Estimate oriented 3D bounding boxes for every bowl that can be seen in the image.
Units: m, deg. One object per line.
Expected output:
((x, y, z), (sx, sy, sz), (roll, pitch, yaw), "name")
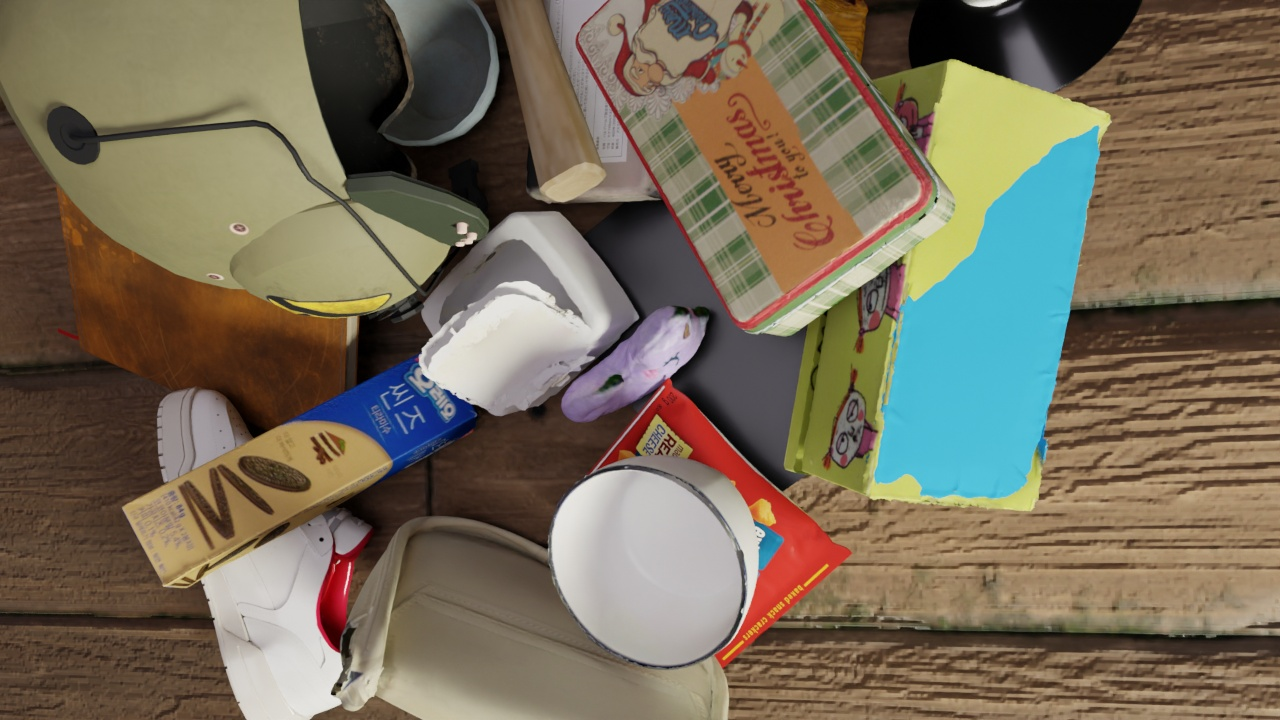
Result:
((-0.139, -0.192, 0.611), (0.106, 0.039, 0.106), (0, 90, 13), "bowl")
((0.206, -0.206, 0.510), (0.124, 0.124, 0.052), (-14, 54, 13), "bowl")
((0.014, 0.103, 0.508), (0.116, 0.065, 0.116), (6, 104, 25), "bowl")

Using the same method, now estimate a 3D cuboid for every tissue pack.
((-0.011, -0.189, 0.575), (0.104, 0.071, 0.181), (3, 88, 29), "tissue pack")

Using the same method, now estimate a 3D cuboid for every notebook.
((-0.301, -0.046, 0.624), (0.249, 0.014, 0.179), (21, 122, 12), "notebook")
((0.051, -0.019, 0.579), (0.149, 0.016, 0.206), (-38, 82, 12), "notebook")

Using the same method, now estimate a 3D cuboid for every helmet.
((-0.182, -0.143, 0.470), (0.233, 0.255, 0.250), (-3, 87, 9), "helmet")

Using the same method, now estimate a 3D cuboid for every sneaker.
((-0.238, 0.117, 0.620), (0.104, 0.090, 0.236), (-22, 77, -8), "sneaker")

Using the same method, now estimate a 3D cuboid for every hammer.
((-0.081, -0.243, 0.550), (0.117, 0.051, 0.322), (-25, 71, 23), "hammer")

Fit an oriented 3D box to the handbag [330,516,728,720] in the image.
((-0.067, 0.200, 0.528), (0.229, 0.184, 0.132), (18, 97, 6), "handbag")

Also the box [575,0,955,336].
((0.055, -0.123, 0.462), (0.118, 0.050, 0.205), (-37, 69, 28), "box")

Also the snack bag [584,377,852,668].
((0.033, 0.103, 0.560), (0.144, 0.039, 0.131), (44, 119, 10), "snack bag")

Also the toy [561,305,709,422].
((-0.003, 0.003, 0.546), (0.100, 0.080, 0.036), (-40, 83, 17), "toy")

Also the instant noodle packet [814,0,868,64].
((0.077, -0.157, 0.546), (0.098, 0.040, 0.135), (10, 86, -4), "instant noodle packet")

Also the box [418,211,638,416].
((-0.085, -0.022, 0.545), (0.110, 0.129, 0.103), (-40, 80, 26), "box")

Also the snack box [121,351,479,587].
((-0.203, 0.064, 0.572), (0.206, 0.057, 0.056), (-29, 82, -17), "snack box")

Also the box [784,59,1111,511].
((0.162, -0.034, 0.495), (0.124, 0.082, 0.221), (6, 96, -24), "box")
